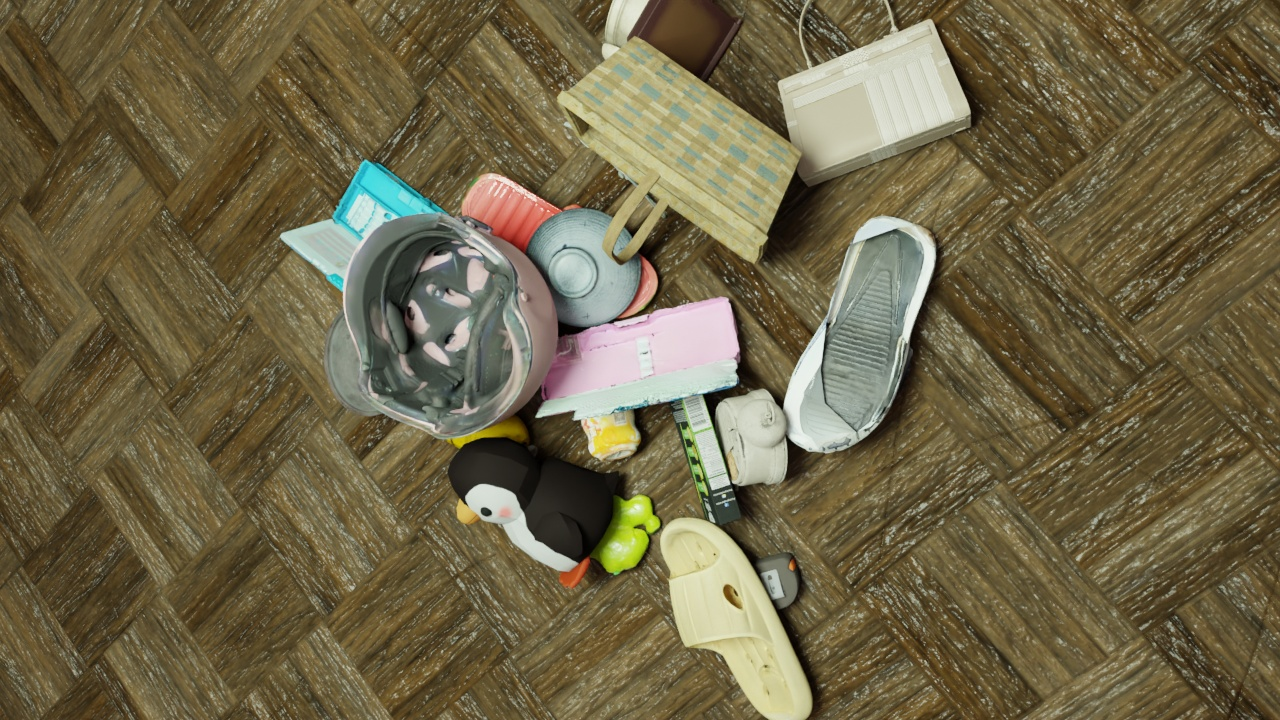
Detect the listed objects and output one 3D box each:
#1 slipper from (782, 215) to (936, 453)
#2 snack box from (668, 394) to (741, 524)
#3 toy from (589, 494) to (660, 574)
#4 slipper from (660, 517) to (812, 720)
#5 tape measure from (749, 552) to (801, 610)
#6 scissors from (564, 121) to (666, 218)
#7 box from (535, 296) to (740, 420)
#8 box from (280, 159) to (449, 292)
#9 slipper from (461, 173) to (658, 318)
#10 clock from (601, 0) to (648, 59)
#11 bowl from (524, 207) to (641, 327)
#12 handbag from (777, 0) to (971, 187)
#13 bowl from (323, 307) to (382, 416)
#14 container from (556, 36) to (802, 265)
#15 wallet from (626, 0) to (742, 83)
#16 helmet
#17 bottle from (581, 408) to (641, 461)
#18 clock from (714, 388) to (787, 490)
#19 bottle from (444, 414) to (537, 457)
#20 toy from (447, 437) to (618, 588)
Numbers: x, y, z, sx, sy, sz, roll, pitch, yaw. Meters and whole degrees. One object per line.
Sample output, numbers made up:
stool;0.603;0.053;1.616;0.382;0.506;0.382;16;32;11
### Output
slipper;0.236;-0.022;0.974;0.111;0.063;0.263;19;86;17
snack box;0.070;0.106;1.025;0.025;0.080;0.147;-17;87;-9
toy;-0.022;0.206;1.089;0.094;0.036;0.093;-5;86;13
slipper;0.097;0.297;1.012;0.112;0.079;0.261;-33;87;43
tape measure;0.149;0.249;1.030;0.058;0.038;0.059;-19;87;19
scissors;-0.029;-0.226;1.072;0.014;0.118;0.161;-43;114;-9
box;-0.002;0.015;1.014;0.231;0.160;0.063;-13;131;10
box;-0.305;-0.129;1.143;0.227;0.085;0.170;37;71;13
slipper;-0.093;-0.134;1.080;0.249;0.059;0.104;31;105;0
clock;-0.003;-0.364;1.016;0.054;0.093;0.141;29;93;11
bowl;-0.070;-0.100;1.024;0.137;0.057;0.137;2;102;8
handbag;0.228;-0.309;0.965;0.176;0.062;0.198;-18;82;19
bowl;-0.322;-0.004;1.156;0.145;0.067;0.145;1;91;28
container;0.024;-0.181;0.943;0.250;0.157;0.186;37;92;5
wallet;0.050;-0.356;0.997;0.091;0.115;0.018;-57;45;13
helmet;-0.197;-0.046;1.003;0.255;0.152;0.230;28;108;21
bottle;-0.039;0.061;1.073;0.063;0.063;0.109;-22;71;19
clock;0.115;0.078;0.972;0.061;0.157;0.103;-9;69;-11
bottle;-0.201;0.079;1.124;0.164;0.071;0.071;27;101;16
toy;-0.126;0.146;1.042;0.184;0.159;0.140;35;87;-22
